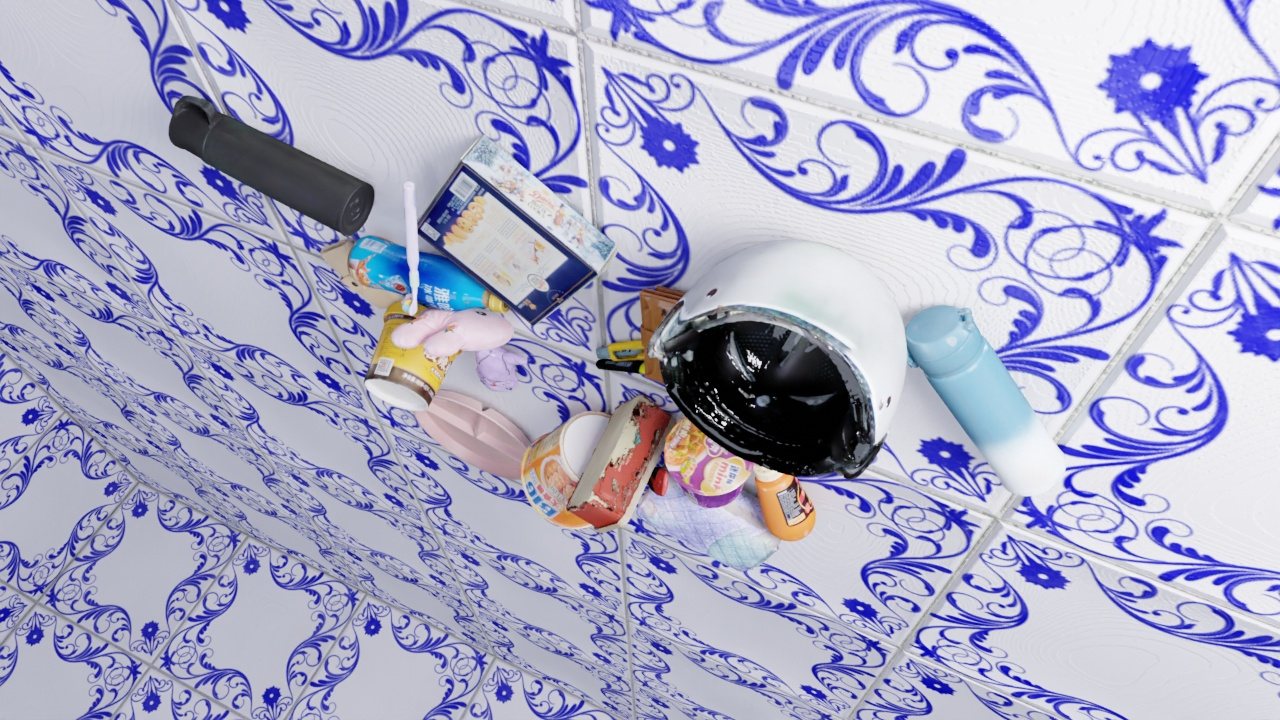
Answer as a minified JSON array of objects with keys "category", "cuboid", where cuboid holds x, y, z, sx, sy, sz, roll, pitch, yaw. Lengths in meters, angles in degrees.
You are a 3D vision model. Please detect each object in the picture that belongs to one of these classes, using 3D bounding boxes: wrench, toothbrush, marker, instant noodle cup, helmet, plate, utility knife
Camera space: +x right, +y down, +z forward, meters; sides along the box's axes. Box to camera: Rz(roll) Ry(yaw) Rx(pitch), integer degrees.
[{"category":"wrench","cuboid":[0.010,0.158,1.234,0.016,0.056,0.274,9,172,-8]},{"category":"toothbrush","cuboid":[-0.263,-0.127,1.045,0.190,0.021,0.029,104,148,-46]},{"category":"marker","cuboid":[-0.007,0.007,1.124,0.124,0.018,0.015,4,140,38]},{"category":"instant noodle cup","cuboid":[0.089,0.131,1.154,0.111,0.111,0.099,20,158,16]},{"category":"helmet","cuboid":[0.138,-0.014,0.835,0.230,0.156,0.274,32,161,9]},{"category":"instant noodle cup","cuboid":[-0.077,0.146,1.278,0.151,0.151,0.112,35,142,-9]},{"category":"plate","cuboid":[-0.270,0.121,1.511,0.229,0.028,0.230,21,149,13]},{"category":"instant noodle cup","cuboid":[-0.314,-0.002,1.259,0.118,0.114,0.119,15,154,7]},{"category":"utility knife","cuboid":[0.008,-0.010,1.087,0.181,0.015,0.033,-5,132,44]}]

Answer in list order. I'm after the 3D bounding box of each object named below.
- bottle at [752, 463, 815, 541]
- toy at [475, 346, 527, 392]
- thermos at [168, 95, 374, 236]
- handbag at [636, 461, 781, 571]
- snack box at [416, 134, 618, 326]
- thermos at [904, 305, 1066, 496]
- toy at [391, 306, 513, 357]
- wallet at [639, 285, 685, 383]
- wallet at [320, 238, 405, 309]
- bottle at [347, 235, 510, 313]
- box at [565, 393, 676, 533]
[{"category":"bottle","cuboid":[0.177,0.165,1.171,0.067,0.066,0.149,4,134,37]},{"category":"toy","cuboid":[-0.197,0.011,1.272,0.084,0.038,0.108,18,148,3]},{"category":"thermos","cuboid":[-0.436,-0.233,1.075,0.242,0.068,0.090,27,155,5]},{"category":"handbag","cuboid":[0.099,0.213,1.291,0.194,0.075,0.134,29,146,-2]},{"category":"snack box","cuboid":[-0.142,-0.133,1.000,0.182,0.045,0.178,39,149,-14]},{"category":"thermos","cuboid":[0.318,0.038,0.850,0.070,0.070,0.220,-10,132,48]},{"category":"toy","cuboid":[-0.231,-0.036,1.142,0.121,0.159,0.054,12,107,19]},{"category":"wallet","cuboid":[0.051,-0.019,1.006,0.108,0.031,0.132,17,136,19]},{"category":"wallet","cuboid":[-0.381,-0.114,1.256,0.087,0.024,0.115,-5,137,46]},{"category":"bottle","cuboid":[-0.256,-0.100,1.130,0.219,0.065,0.065,17,148,19]},{"category":"box","cuboid":[-0.031,0.127,1.175,0.075,0.168,0.092,35,150,-14]}]
